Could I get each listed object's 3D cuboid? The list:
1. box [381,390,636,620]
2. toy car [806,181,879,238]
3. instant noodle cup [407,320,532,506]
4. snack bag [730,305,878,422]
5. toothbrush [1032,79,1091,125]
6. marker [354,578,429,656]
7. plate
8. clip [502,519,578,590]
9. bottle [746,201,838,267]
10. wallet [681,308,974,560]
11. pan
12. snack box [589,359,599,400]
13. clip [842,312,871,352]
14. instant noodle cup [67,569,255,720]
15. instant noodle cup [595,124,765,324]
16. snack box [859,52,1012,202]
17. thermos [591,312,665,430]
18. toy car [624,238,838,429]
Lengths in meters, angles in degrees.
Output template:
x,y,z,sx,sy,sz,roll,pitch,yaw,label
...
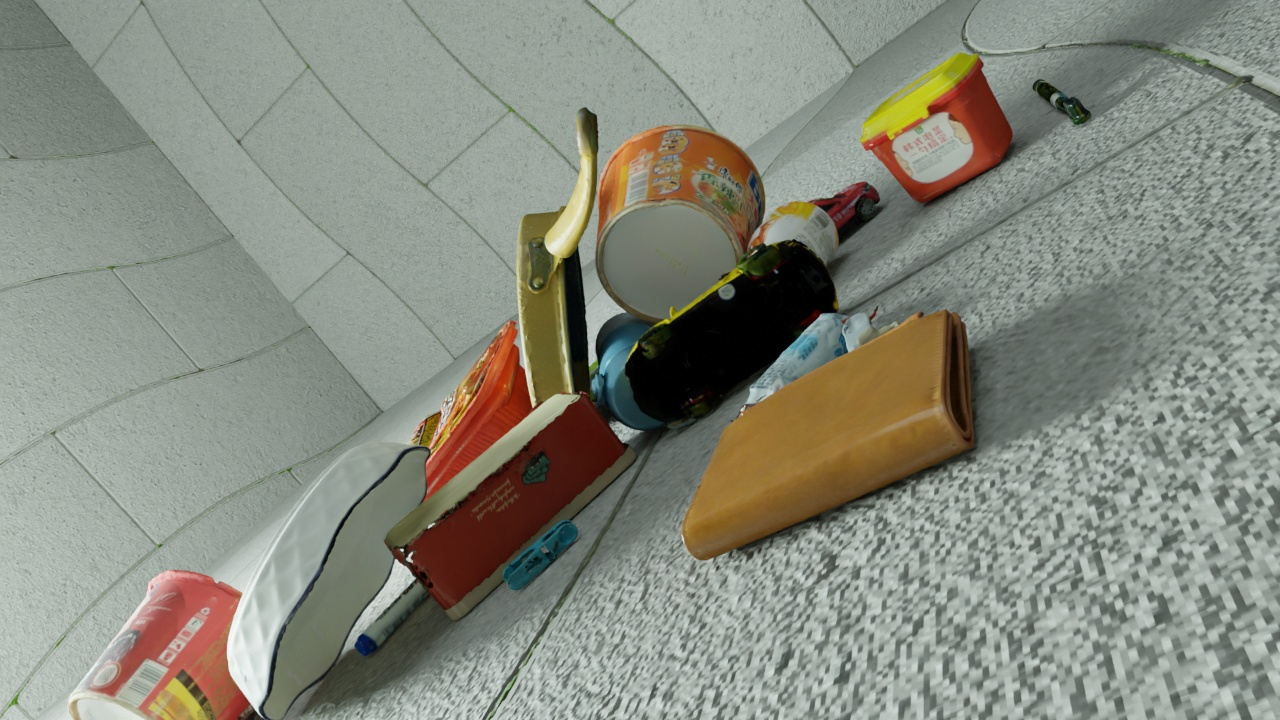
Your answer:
x,y,z,sx,sy,sz,roll,pitch,yaw,label
-0.097,0.090,0.642,0.168,0.078,0.091,-40,11,-18,box
0.154,-0.117,0.801,0.120,0.045,0.053,-37,11,-8,toy car
-0.157,0.063,0.867,0.189,0.079,0.164,-52,14,19,instant noodle cup
0.094,0.002,0.520,0.105,0.026,0.045,-43,20,-23,snack bag
0.311,-0.198,0.687,0.012,0.017,0.185,-36,10,25,toothbrush
-0.160,0.166,0.698,0.017,0.017,0.145,-26,15,49,marker
-0.215,0.144,0.641,0.204,0.045,0.205,-64,-3,-7,plate
-0.062,0.120,0.571,0.056,0.014,0.041,-40,11,-14,clip
0.112,-0.079,0.715,0.063,0.063,0.108,-29,13,41,bottle
0.084,0.031,0.412,0.132,0.031,0.107,-31,15,30,wallet
-0.058,-0.070,0.728,0.078,0.197,0.358,-5,-26,0,pan
0.000,-0.018,0.937,0.156,0.026,0.086,-44,12,-32,snack box
0.121,-0.002,0.484,0.024,0.028,0.056,-36,19,24,clip
-0.361,0.249,0.714,0.138,0.138,0.108,-31,18,35,instant noodle cup
0.029,-0.108,0.776,0.152,0.151,0.111,-32,26,28,instant noodle cup
0.225,-0.172,0.690,0.091,0.080,0.081,-28,13,43,snack box
-0.004,0.004,0.738,0.070,0.070,0.220,-37,10,3,thermos
0.058,-0.019,0.611,0.156,0.071,0.041,-37,11,10,toy car
